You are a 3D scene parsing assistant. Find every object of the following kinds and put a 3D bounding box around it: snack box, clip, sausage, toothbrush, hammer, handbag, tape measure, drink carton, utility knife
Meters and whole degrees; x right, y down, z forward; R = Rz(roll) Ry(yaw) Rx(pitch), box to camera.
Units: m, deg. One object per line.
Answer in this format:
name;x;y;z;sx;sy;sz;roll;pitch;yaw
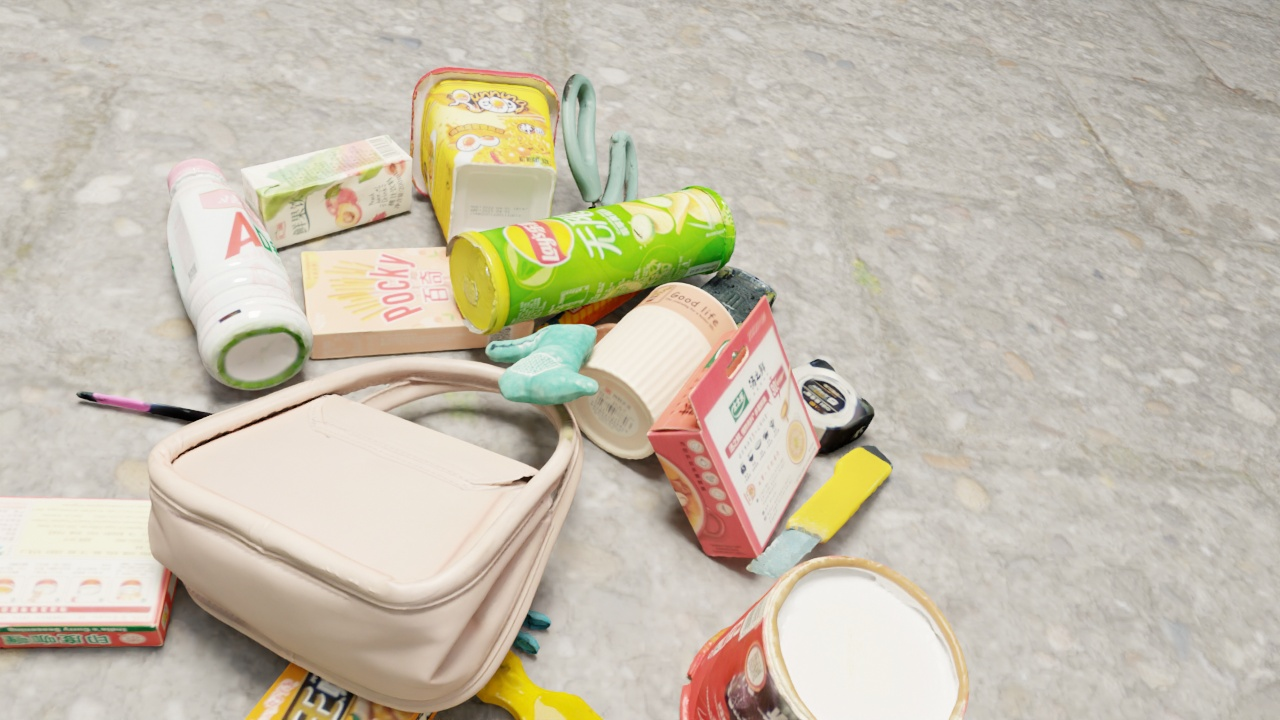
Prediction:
snack box;-0.137;0.161;0.478;0.075;0.026;0.153;17;45;19
snack box;-0.326;0.109;0.479;0.155;0.027;0.077;4;48;-14
clip;-0.080;0.149;0.528;0.057;0.014;0.047;22;43;7
sausage;-0.026;-0.049;0.718;0.021;0.022;0.164;38;49;18
snack box;0.061;0.042;0.593;0.044;0.127;0.113;-3;32;38
toothbrush;-0.254;0.042;0.572;0.189;0.014;0.017;11;56;-7
hammer;-0.113;0.266;0.399;0.129;0.033;0.299;35;48;17
handbag;-0.126;0.064;0.518;0.193;0.093;0.233;18;35;19
tape measure;0.130;0.036;0.682;0.065;0.034;0.065;-18;55;-33
drink carton;-0.240;-0.132;0.706;0.122;0.054;0.045;-25;56;-33
snack box;-0.163;-0.045;0.670;0.157;0.026;0.084;-4;50;-21
utility knife;0.120;0.096;0.596;0.033;0.015;0.215;31;28;23

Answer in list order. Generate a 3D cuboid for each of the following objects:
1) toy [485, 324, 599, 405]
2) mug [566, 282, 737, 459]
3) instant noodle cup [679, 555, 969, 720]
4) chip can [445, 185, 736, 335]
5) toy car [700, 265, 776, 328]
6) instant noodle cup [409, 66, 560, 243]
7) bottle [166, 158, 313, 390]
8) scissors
toy;-0.060;0.001;0.574;0.096;0.030;0.091;-3;27;18
mug;-0.004;0.004;0.646;0.115;0.082;0.105;14;41;33
instant noodle cup;0.099;0.178;0.490;0.138;0.109;0.137;8;47;-9
chip can;-0.028;-0.079;0.676;0.220;0.073;0.072;-17;56;-33
toy car;0.067;-0.038;0.729;0.054;0.037;0.120;30;37;12
instant noodle cup;-0.116;-0.150;0.711;0.116;0.116;0.123;-1;43;-18
bottle;-0.284;-0.068;0.628;0.068;0.068;0.197;-15;52;-28
scissors;-0.039;-0.152;0.744;0.019;0.171;0.176;-5;49;22
